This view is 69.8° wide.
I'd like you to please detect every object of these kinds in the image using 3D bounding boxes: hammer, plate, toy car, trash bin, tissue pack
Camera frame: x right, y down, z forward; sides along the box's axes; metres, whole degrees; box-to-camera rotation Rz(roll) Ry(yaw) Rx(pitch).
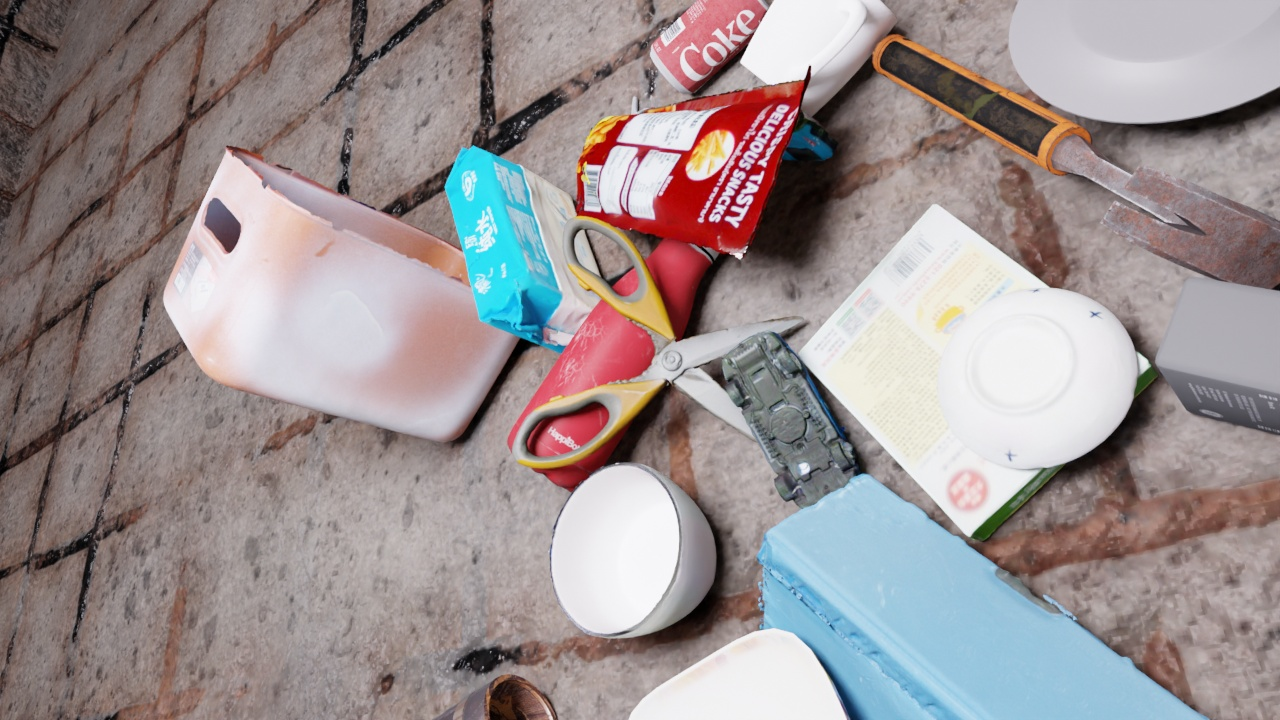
[{"bbox_3d":[0.222,-0.132,0.528,0.035,0.137,0.314,-64,34,25],"label":"hammer"},{"bbox_3d":[0.304,-0.209,0.522,0.179,0.012,0.178,-16,54,23],"label":"plate"},{"bbox_3d":[0.100,-0.173,0.688,0.105,0.048,0.032,37,100,42],"label":"toy car"},{"bbox_3d":[-0.248,-0.047,0.793,0.181,0.259,0.157,36,100,43],"label":"trash bin"},{"bbox_3d":[0.099,0.038,0.594,0.056,0.043,0.120,-34,70,19],"label":"toy car"},{"bbox_3d":[-0.091,-0.085,0.769,0.066,0.117,0.209,-43,49,25],"label":"tissue pack"},{"bbox_3d":[0.066,0.265,0.525,0.187,0.016,0.186,-44,51,35],"label":"plate"},{"bbox_3d":[0.207,0.005,0.494,0.104,0.026,0.104,-17,61,33],"label":"plate"}]

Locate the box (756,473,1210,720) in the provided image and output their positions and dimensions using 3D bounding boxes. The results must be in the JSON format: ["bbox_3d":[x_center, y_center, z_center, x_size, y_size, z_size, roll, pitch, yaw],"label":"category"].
[{"bbox_3d":[0.169,0.175,0.489,0.231,0.094,0.112,37,142,42],"label":"box"}]

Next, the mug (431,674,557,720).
[{"bbox_3d":[-0.110,0.300,0.656,0.107,0.079,0.115,-39,79,20],"label":"mug"}]

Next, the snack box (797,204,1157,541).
[{"bbox_3d":[0.189,0.002,0.549,0.132,0.027,0.168,-49,48,14],"label":"snack box"}]

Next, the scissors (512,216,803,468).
[{"bbox_3d":[-0.003,0.003,0.646,0.229,0.016,0.225,-44,78,-2],"label":"scissors"}]

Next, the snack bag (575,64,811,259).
[{"bbox_3d":[0.030,-0.146,0.670,0.208,0.066,0.138,14,72,56],"label":"snack bag"}]

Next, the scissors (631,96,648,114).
[{"bbox_3d":[0.023,-0.178,0.780,0.142,0.014,0.146,-8,66,41],"label":"scissors"}]

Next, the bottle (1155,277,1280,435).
[{"bbox_3d":[0.325,0.014,0.388,0.174,0.083,0.046,19,85,43],"label":"bottle"}]

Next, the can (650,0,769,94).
[{"bbox_3d":[0.058,-0.271,0.762,0.097,0.054,0.054,-38,51,22],"label":"can"}]

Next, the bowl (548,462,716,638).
[{"bbox_3d":[0.001,0.133,0.628,0.117,0.065,0.116,-17,63,35],"label":"bowl"}]

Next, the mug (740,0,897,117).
[{"bbox_3d":[0.127,-0.227,0.654,0.088,0.081,0.114,-52,16,19],"label":"mug"}]

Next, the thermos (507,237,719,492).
[{"bbox_3d":[-0.009,-0.016,0.696,0.073,0.073,0.240,30,85,44],"label":"thermos"}]
